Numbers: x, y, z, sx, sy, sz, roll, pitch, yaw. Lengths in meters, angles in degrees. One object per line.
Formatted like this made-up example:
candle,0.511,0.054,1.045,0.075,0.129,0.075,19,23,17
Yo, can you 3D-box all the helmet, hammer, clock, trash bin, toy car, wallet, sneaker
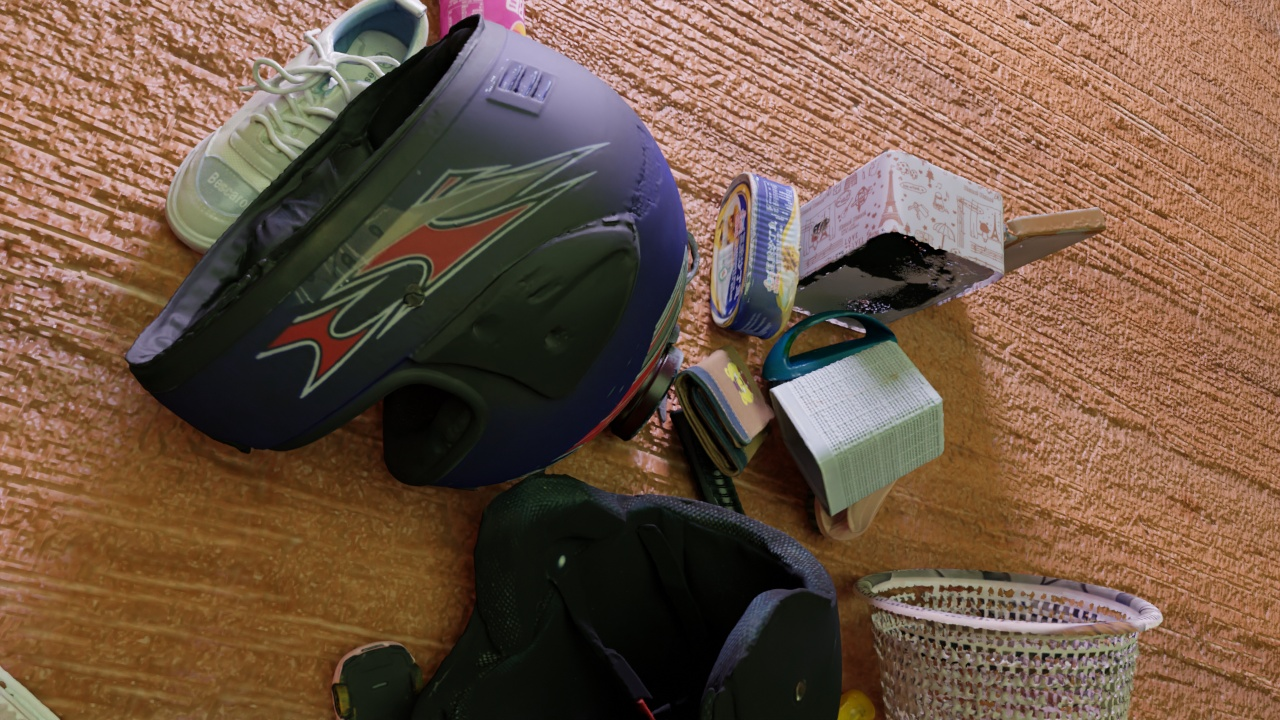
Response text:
helmet,-0.113,-0.037,0.577,0.315,0.247,0.240,-47,119,-7
hammer,0.088,0.178,0.738,0.128,0.033,0.300,-17,84,-33
helmet,0.001,0.207,0.566,0.274,0.234,0.230,-37,125,-30
clock,-0.004,0.004,0.706,0.055,0.082,0.121,32,74,-6
trash bin,0.283,0.278,0.727,0.227,0.228,0.192,3,87,-28
toy car,-0.163,0.239,0.581,0.056,0.037,0.122,-8,92,-28
wallet,0.072,0.037,0.740,0.090,0.033,0.115,61,23,0
sneaker,-0.224,-0.169,0.633,0.089,0.091,0.241,39,61,-13

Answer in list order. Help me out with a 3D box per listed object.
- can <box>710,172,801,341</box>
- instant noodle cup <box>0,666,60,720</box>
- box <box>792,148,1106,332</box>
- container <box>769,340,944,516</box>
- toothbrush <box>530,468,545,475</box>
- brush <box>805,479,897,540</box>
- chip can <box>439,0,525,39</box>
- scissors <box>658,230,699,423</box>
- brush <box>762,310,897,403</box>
can,0.099,-0.092,0.800,0.049,0.075,0.148,15,68,-21
instant noodle cup,-0.358,0.235,0.460,0.173,0.060,0.137,49,59,-10
box,0.269,-0.094,0.831,0.260,0.179,0.105,14,69,-25
container,0.178,0.052,0.742,0.111,0.090,0.090,-25,48,-1
toothbrush,-0.083,0.113,0.673,0.018,0.016,0.180,28,64,-26
brush,0.196,0.094,0.799,0.063,0.073,0.145,44,62,-13
chip can,-0.126,-0.294,0.735,0.071,0.072,0.210,4,73,-28
scissors,0.006,-0.040,0.771,0.156,0.014,0.168,47,64,-9
brush,0.169,-0.007,0.815,0.143,0.055,0.073,-16,98,-27
